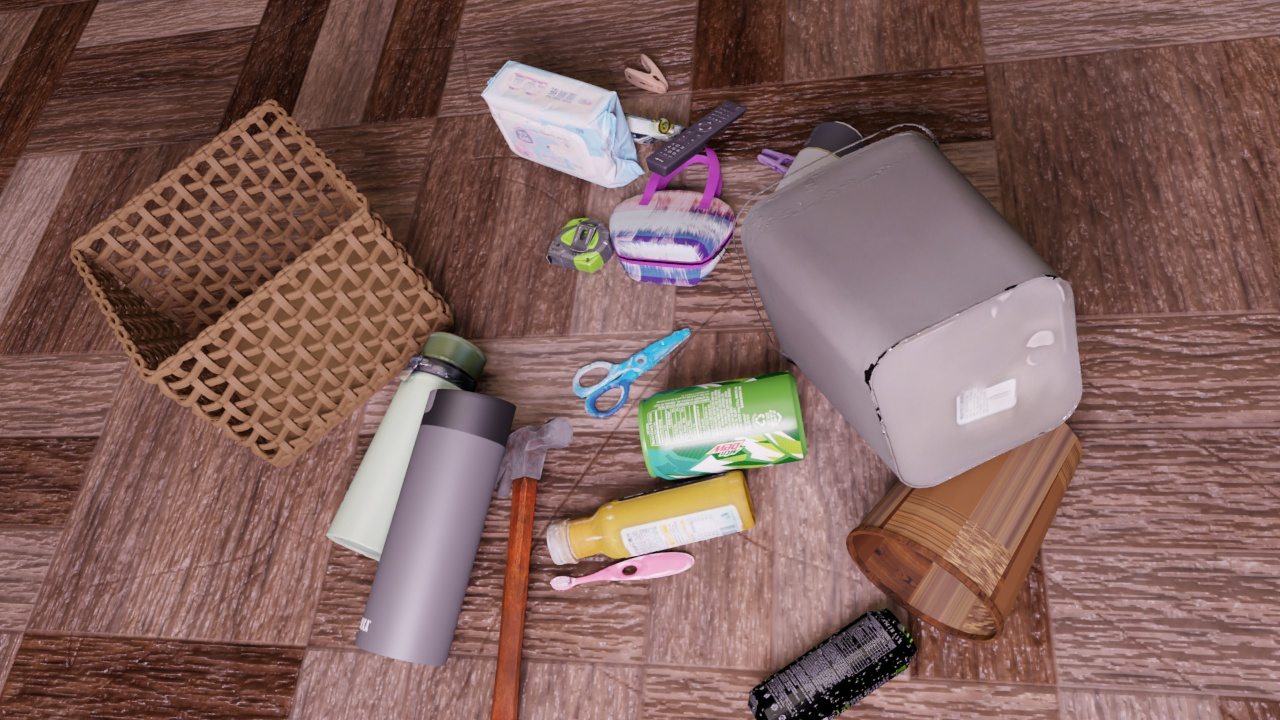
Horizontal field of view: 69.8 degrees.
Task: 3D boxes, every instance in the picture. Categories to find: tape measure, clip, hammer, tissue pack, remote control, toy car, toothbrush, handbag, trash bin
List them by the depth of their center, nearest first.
[{"bbox_3d":[0.214,-0.040,0.733,0.197,0.197,0.220,-26,37,2],"label":"trash bin"},{"bbox_3d":[-0.113,0.207,0.824,0.111,0.028,0.300,-21,59,48],"label":"hammer"},{"bbox_3d":[-0.018,0.193,0.835,0.135,0.016,0.021,-12,64,8],"label":"toothbrush"},{"bbox_3d":[0.042,-0.168,0.995,0.145,0.068,0.169,7,58,19],"label":"handbag"},{"bbox_3d":[-0.063,-0.129,1.010,0.066,0.036,0.058,14,66,21],"label":"tape measure"},{"bbox_3d":[0.063,-0.246,1.013,0.032,0.015,0.136,32,60,34],"label":"remote control"},{"bbox_3d":[0.159,-0.223,1.018,0.041,0.014,0.052,-34,61,-5],"label":"clip"},{"bbox_3d":[-0.086,-0.265,1.046,0.182,0.112,0.069,25,69,25],"label":"tissue pack"},{"bbox_3d":[0.005,-0.268,1.063,0.105,0.048,0.033,16,100,24],"label":"toy car"},{"bbox_3d":[0.013,-0.350,1.119,0.060,0.024,0.039,27,74,15],"label":"clip"}]

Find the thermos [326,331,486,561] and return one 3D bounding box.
[{"bbox_3d":[-0.228,0.080,0.913,0.082,0.082,0.231,13,66,20],"label":"thermos"}]

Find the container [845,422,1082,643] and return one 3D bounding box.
[{"bbox_3d":[0.269,0.118,0.742,0.132,0.132,0.167,31,68,27],"label":"container"}]

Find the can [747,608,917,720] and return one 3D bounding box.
[{"bbox_3d":[0.153,0.254,0.735,0.137,0.054,0.054,-32,59,-4],"label":"can"}]

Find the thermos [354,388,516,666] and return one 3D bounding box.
[{"bbox_3d":[-0.185,0.147,0.841,0.082,0.082,0.240,9,75,19],"label":"thermos"}]

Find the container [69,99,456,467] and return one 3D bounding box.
[{"bbox_3d":[-0.381,-0.075,0.960,0.251,0.214,0.219,-41,60,-9],"label":"container"}]

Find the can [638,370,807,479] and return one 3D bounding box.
[{"bbox_3d":[0.076,0.061,0.843,0.144,0.083,0.083,-10,60,9],"label":"can"}]

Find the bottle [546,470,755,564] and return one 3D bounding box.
[{"bbox_3d":[0.008,0.146,0.832,0.186,0.053,0.053,-15,59,10],"label":"bottle"}]

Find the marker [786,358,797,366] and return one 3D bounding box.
[{"bbox_3d":[0.204,0.026,0.866,0.146,0.019,0.019,31,73,27],"label":"marker"}]

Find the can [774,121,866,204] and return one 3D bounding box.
[{"bbox_3d":[0.184,-0.186,0.960,0.064,0.064,0.127,24,71,25],"label":"can"}]

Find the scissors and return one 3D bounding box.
[{"bbox_3d":[-0.006,0.006,0.938,0.135,0.015,0.066,-32,59,-7],"label":"scissors"}]
